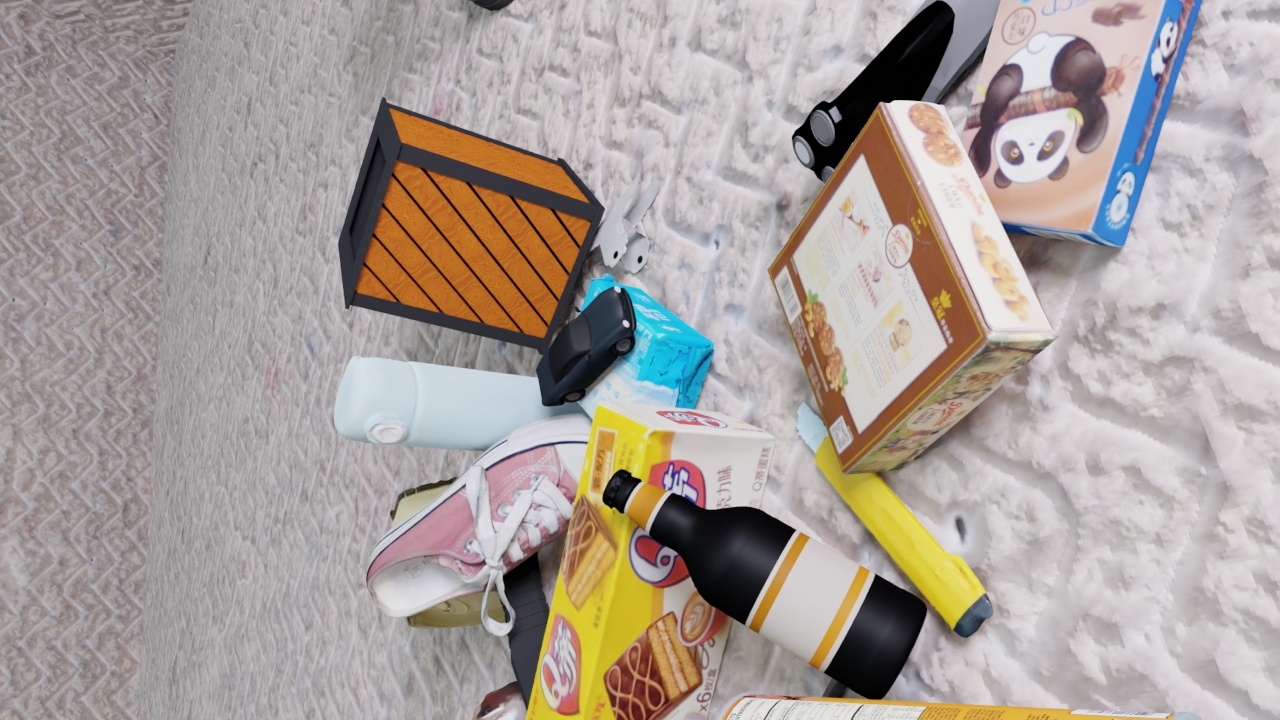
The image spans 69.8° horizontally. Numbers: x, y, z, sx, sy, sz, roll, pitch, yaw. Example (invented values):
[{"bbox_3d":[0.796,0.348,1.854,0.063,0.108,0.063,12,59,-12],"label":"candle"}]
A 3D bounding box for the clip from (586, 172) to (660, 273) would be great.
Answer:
[{"bbox_3d":[-0.021,-0.100,0.744,0.102,0.050,0.058,-49,35,38],"label":"clip"}]

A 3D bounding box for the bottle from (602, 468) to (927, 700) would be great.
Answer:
[{"bbox_3d":[0.060,0.112,0.503,0.182,0.059,0.059,28,109,16],"label":"bottle"}]

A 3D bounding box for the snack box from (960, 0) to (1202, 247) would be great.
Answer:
[{"bbox_3d":[0.210,-0.136,0.447,0.087,0.034,0.151,24,102,53],"label":"snack box"}]

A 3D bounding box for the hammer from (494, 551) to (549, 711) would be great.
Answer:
[{"bbox_3d":[-0.063,0.265,0.667,0.039,0.131,0.327,98,157,-45],"label":"hammer"}]

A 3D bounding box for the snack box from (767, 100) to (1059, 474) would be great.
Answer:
[{"bbox_3d":[0.133,-0.034,0.488,0.147,0.041,0.143,118,143,-54],"label":"snack box"}]

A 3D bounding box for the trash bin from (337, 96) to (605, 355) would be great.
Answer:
[{"bbox_3d":[-0.152,-0.115,0.790,0.140,0.171,0.139,-66,29,20],"label":"trash bin"}]

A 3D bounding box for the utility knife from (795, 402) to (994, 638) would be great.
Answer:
[{"bbox_3d":[0.135,0.081,0.519,0.030,0.017,0.179,-58,42,21],"label":"utility knife"}]

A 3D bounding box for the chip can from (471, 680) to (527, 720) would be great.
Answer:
[{"bbox_3d":[-0.056,0.348,0.674,0.080,0.079,0.229,-61,42,25],"label":"chip can"}]

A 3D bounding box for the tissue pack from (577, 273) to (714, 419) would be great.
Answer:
[{"bbox_3d":[-0.004,0.004,0.682,0.144,0.061,0.093,43,117,51],"label":"tissue pack"}]

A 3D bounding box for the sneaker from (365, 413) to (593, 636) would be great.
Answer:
[{"bbox_3d":[-0.107,0.127,0.692,0.241,0.118,0.087,-33,22,6],"label":"sneaker"}]

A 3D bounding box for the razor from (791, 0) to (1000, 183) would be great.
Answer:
[{"bbox_3d":[0.153,-0.164,0.517,0.156,0.060,0.057,-43,60,15],"label":"razor"}]

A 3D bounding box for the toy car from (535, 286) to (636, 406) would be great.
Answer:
[{"bbox_3d":[-0.042,-0.008,0.652,0.112,0.034,0.046,-44,49,41],"label":"toy car"}]

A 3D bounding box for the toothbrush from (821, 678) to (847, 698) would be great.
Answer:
[{"bbox_3d":[0.093,0.242,0.547,0.013,0.012,0.167,49,122,55],"label":"toothbrush"}]

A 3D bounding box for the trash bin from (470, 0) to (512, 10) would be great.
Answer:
[{"bbox_3d":[-0.225,-0.508,0.938,0.218,0.227,0.217,-14,72,51],"label":"trash bin"}]

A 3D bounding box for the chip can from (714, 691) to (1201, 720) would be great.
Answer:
[{"bbox_3d":[0.136,0.194,0.418,0.216,0.075,0.075,-15,71,41],"label":"chip can"}]

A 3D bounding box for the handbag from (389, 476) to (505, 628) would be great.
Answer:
[{"bbox_3d":[-0.161,0.169,0.818,0.081,0.111,0.119,119,143,-51],"label":"handbag"}]

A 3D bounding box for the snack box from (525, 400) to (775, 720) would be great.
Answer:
[{"bbox_3d":[0.005,0.147,0.601,0.062,0.110,0.230,21,100,53],"label":"snack box"}]

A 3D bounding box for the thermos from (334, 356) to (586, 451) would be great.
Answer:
[{"bbox_3d":[-0.138,0.040,0.731,0.065,0.206,0.078,-59,42,27],"label":"thermos"}]
